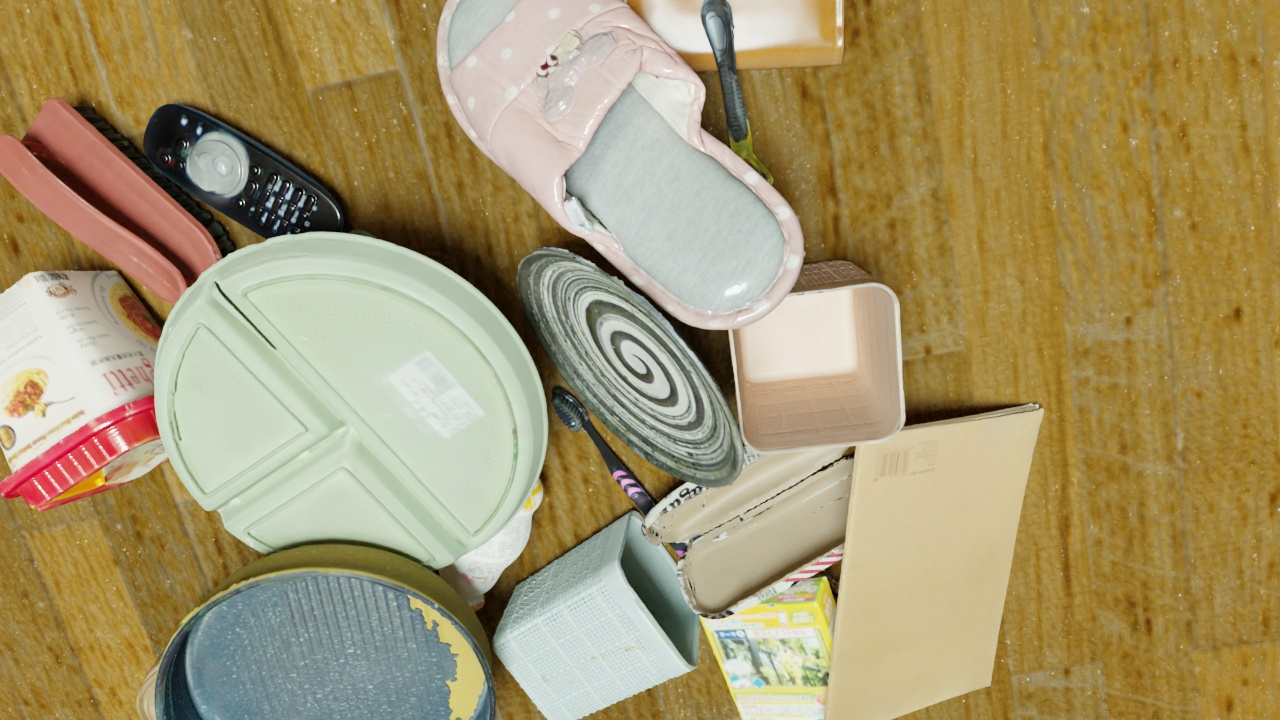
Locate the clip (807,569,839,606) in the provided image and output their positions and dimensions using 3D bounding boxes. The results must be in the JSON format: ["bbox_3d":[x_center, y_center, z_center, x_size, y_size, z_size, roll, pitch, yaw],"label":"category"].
[{"bbox_3d":[0.128,0.149,0.628,0.100,0.035,0.098,-27,101,15],"label":"clip"}]

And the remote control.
[{"bbox_3d":[-0.248,-0.113,0.582,0.136,0.024,0.053,32,109,-3],"label":"remote control"}]

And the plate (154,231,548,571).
[{"bbox_3d":[-0.169,0.039,0.531,0.230,0.027,0.230,0,118,0],"label":"plate"}]

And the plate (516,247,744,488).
[{"bbox_3d":[-0.003,0.003,0.542,0.024,0.180,0.179,-42,102,-23],"label":"plate"}]

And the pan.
[{"bbox_3d":[-0.176,0.282,0.577,0.197,0.078,0.358,-8,112,-2],"label":"pan"}]

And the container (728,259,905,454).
[{"bbox_3d":[0.098,-0.009,0.543,0.090,0.110,0.090,-7,105,5],"label":"container"}]

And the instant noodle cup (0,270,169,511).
[{"bbox_3d":[-0.355,0.014,0.588,0.117,0.116,0.124,-31,90,12],"label":"instant noodle cup"}]

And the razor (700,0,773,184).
[{"bbox_3d":[0.055,-0.143,0.542,0.043,0.022,0.143,-4,121,19],"label":"razor"}]

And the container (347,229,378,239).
[{"bbox_3d":[-0.188,-0.006,0.577,0.090,0.090,0.114,41,107,-8],"label":"container"}]

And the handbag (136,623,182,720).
[{"bbox_3d":[-0.230,0.220,0.644,0.205,0.099,0.148,-16,112,8],"label":"handbag"}]

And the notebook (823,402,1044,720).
[{"bbox_3d":[0.187,0.136,0.592,0.149,0.012,0.212,-6,109,-27],"label":"notebook"}]

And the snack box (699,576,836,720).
[{"bbox_3d":[0.104,0.216,0.632,0.087,0.033,0.140,-12,112,27],"label":"snack box"}]

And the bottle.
[{"bbox_3d":[-0.107,0.116,0.618,0.063,0.063,0.108,19,106,-2],"label":"bottle"}]

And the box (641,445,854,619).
[{"bbox_3d":[0.082,0.096,0.591,0.162,0.075,0.085,-32,128,12],"label":"box"}]

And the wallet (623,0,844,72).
[{"bbox_3d":[0.051,-0.228,0.526,0.131,0.035,0.119,-2,113,5],"label":"wallet"}]

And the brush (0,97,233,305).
[{"bbox_3d":[-0.322,-0.089,0.569,0.146,0.069,0.063,43,110,-9],"label":"brush"}]

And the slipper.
[{"bbox_3d":[-0.022,-0.125,0.494,0.114,0.054,0.274,-43,73,6],"label":"slipper"}]

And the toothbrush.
[{"bbox_3d":[-0.002,0.094,0.630,0.014,0.017,0.189,-33,103,22],"label":"toothbrush"}]

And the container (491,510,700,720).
[{"bbox_3d":[-0.030,0.176,0.620,0.112,0.090,0.090,-31,101,15],"label":"container"}]
